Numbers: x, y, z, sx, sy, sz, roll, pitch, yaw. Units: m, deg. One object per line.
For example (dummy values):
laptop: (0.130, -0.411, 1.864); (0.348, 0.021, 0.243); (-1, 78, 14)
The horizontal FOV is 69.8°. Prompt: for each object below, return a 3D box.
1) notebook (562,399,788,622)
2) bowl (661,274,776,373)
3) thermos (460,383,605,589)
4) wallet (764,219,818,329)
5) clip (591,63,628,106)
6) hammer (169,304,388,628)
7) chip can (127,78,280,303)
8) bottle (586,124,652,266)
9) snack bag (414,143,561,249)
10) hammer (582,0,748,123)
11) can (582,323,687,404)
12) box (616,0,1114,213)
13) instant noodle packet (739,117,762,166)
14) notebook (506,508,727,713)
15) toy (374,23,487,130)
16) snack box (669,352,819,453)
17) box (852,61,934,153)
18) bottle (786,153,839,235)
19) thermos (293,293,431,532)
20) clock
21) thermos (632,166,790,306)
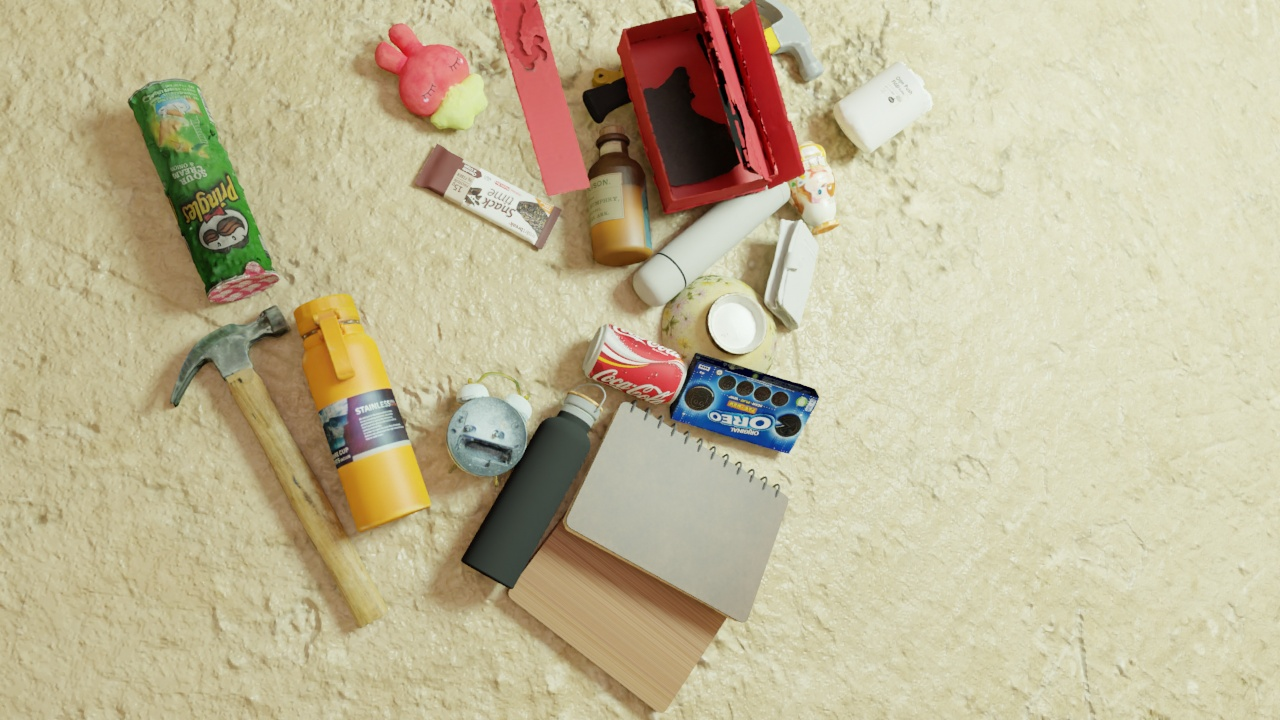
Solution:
notebook: (0.045, 0.160, 1.000); (0.225, 0.024, 0.167); (31, 61, -10)
bowl: (0.101, -0.036, 1.053); (0.145, 0.063, 0.145); (3, 78, -16)
thermos: (-0.103, 0.122, 0.967); (0.061, 0.061, 0.231); (31, 73, -8)
wallet: (0.185, -0.103, 1.087); (0.086, 0.032, 0.116); (32, 66, -53)
clip: (-0.032, -0.335, 1.094); (0.049, 0.044, 0.054); (13, 76, -38)
hammer: (-0.347, 0.116, 0.918); (0.132, 0.033, 0.330); (-29, 88, -20)
chip can: (-0.441, -0.173, 0.925); (0.075, 0.076, 0.223); (-23, 86, -19)
bottle: (-0.027, -0.191, 1.046); (0.067, 0.068, 0.157); (-2, 80, -16)
snack bag: (-0.170, -0.184, 1.034); (0.158, 0.013, 0.057); (28, 75, -9)
hammer: (0.073, -0.358, 1.113); (0.322, 0.029, 0.127); (-26, 90, -22)
can: (-0.006, 0.006, 1.015); (0.104, 0.064, 0.064); (23, 74, -10)
box: (0.234, -0.335, 0.993); (0.511, 0.141, 0.215); (-16, 87, 9)
instant noodle packet: (0.081, -0.260, 1.106); (0.135, 0.040, 0.098); (-22, 79, -17)
notebook: (-0.011, 0.246, 0.989); (0.210, 0.022, 0.168); (39, 73, -5)
toy: (-0.233, -0.316, 1.025); (0.135, 0.045, 0.091); (43, 69, -10)
snack box: (0.116, 0.050, 1.036); (0.150, 0.027, 0.082); (16, 117, -11)
box: (0.316, -0.327, 1.172); (0.137, 0.143, 0.083); (-34, 86, 11)
bottle: (0.207, -0.208, 1.117); (0.063, 0.063, 0.109); (-18, 85, -18)
thermos: (-0.278, 0.048, 0.918); (0.076, 0.092, 0.232); (-15, 82, -46)
clock: (-0.159, 0.069, 0.964); (0.083, 0.057, 0.117); (18, 75, -11)
thermos: (0.083, -0.144, 1.075); (0.223, 0.052, 0.052); (-41, 92, -19)
